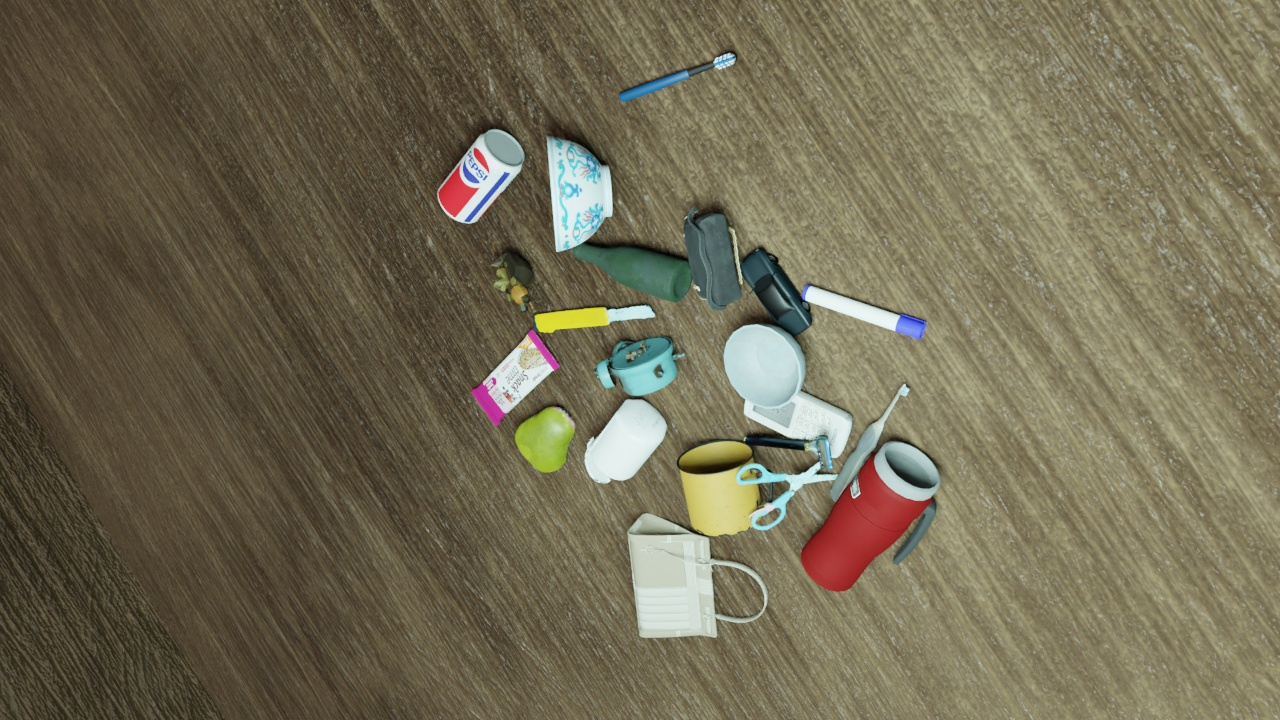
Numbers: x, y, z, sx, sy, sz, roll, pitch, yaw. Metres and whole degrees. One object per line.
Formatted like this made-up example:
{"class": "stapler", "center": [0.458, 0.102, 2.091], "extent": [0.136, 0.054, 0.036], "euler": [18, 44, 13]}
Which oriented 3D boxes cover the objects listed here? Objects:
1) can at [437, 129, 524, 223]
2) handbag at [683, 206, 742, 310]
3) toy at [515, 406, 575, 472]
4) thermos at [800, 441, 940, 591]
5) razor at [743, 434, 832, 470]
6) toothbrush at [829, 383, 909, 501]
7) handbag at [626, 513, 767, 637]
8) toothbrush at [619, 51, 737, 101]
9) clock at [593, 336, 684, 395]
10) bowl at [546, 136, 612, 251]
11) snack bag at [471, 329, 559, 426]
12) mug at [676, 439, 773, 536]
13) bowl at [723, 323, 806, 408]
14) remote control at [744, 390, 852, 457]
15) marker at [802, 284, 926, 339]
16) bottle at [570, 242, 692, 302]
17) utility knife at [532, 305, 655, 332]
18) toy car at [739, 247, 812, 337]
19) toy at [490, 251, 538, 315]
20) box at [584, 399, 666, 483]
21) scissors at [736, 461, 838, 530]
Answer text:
{"class": "can", "center": [-0.221, -0.253, 1.268], "extent": [0.132, 0.070, 0.070], "euler": [-38, 85, 40]}
{"class": "handbag", "center": [0.080, -0.123, 1.111], "extent": [0.079, 0.054, 0.128], "euler": [17, 122, 65]}
{"class": "toy", "center": [-0.139, 0.116, 1.381], "extent": [0.090, 0.051, 0.110], "euler": [48, 127, 6]}
{"class": "thermos", "center": [0.281, 0.194, 1.095], "extent": [0.108, 0.083, 0.199], "euler": [27, 128, 1]}
{"class": "razor", "center": [0.183, 0.104, 1.133], "extent": [0.144, 0.022, 0.043], "euler": [4, 107, 54]}
{"class": "toothbrush", "center": [0.273, 0.099, 1.097], "extent": [0.024, 0.022, 0.186], "euler": [31, 124, 15]}
{"class": "handbag", "center": [0.088, 0.323, 1.317], "extent": [0.198, 0.062, 0.176], "euler": [4, 112, 26]}
{"class": "toothbrush", "center": [0.041, -0.332, 1.081], "extent": [0.168, 0.014, 0.014], "euler": [-8, 116, 37]}
{"class": "clock", "center": [-0.007, 0.007, 1.216], "extent": [0.124, 0.089, 0.053], "euler": [-6, 115, 37]}
{"class": "bowl", "center": [-0.076, -0.213, 1.163], "extent": [0.074, 0.143, 0.144], "euler": [-5, 112, -5]}
{"class": "snack bag", "center": [-0.195, 0.030, 1.406], "extent": [0.070, 0.016, 0.197], "euler": [53, 131, 3]}
{"class": "mug", "center": [0.116, 0.166, 1.189], "extent": [0.124, 0.100, 0.094], "euler": [-2, 110, 29]}
{"class": "bowl", "center": [0.155, 0.002, 1.099], "extent": [0.106, 0.039, 0.106], "euler": [19, 121, 34]}
{"class": "remote control", "center": [0.194, 0.067, 1.135], "extent": [0.138, 0.025, 0.060], "euler": [26, 123, 25]}
{"class": "marker", "center": [0.253, -0.057, 1.044], "extent": [0.142, 0.020, 0.020], "euler": [22, 121, 27]}
{"class": "bottle", "center": [-0.019, -0.124, 1.189], "extent": [0.174, 0.055, 0.055], "euler": [20, 120, 29]}
{"class": "utility knife", "center": [-0.070, -0.058, 1.277], "extent": [0.224, 0.019, 0.030], "euler": [-2, 114, 41]}
{"class": "toy car", "center": [0.160, -0.080, 1.090], "extent": [0.046, 0.034, 0.112], "euler": [-37, 86, 40]}
{"class": "toy", "center": [-0.174, -0.104, 1.300], "extent": [0.100, 0.062, 0.076], "euler": [61, 151, 22]}
{"class": "box", "center": [-0.029, 0.118, 1.287], "extent": [0.089, 0.080, 0.144], "euler": [33, 128, 1]}
{"class": "scissors", "center": [0.177, 0.146, 1.141], "extent": [0.141, 0.015, 0.111], "euler": [-43, 107, 6]}
